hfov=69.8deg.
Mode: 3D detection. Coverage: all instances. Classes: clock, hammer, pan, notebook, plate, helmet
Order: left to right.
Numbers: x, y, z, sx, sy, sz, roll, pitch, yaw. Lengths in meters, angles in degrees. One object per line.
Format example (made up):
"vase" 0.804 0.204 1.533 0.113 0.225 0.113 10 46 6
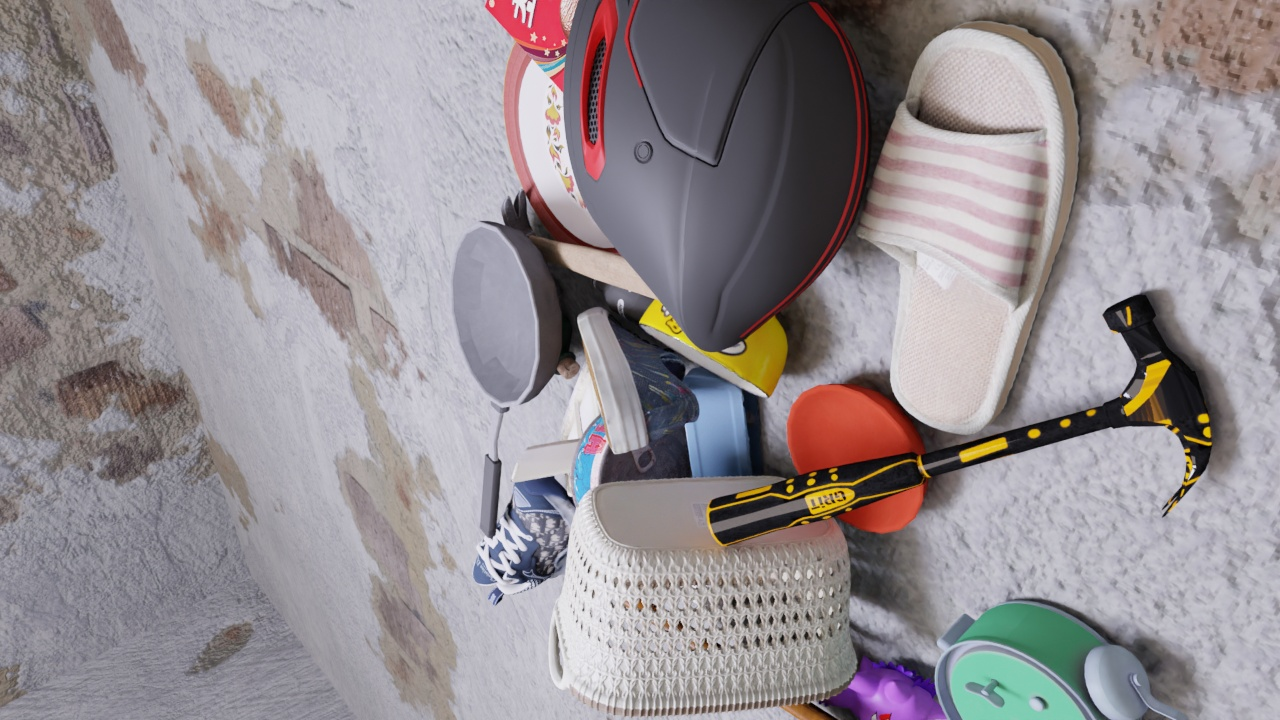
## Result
"pan" -0.139 0.032 0.922 0.178 0.041 0.358 38 130 42
"hammer" -0.053 -0.084 0.791 0.331 0.030 0.119 29 146 63
"plate" -0.044 -0.188 0.804 0.230 0.021 0.230 32 135 37
"helmet" 0.058 -0.136 0.578 0.170 0.163 0.265 10 103 31
"notebook" 0.091 0.286 0.857 0.249 0.014 0.178 25 167 31
"hammer" 0.180 0.070 0.582 0.322 0.036 0.123 -23 94 32
"clock" 0.283 0.235 0.619 0.162 0.075 0.122 2 114 51

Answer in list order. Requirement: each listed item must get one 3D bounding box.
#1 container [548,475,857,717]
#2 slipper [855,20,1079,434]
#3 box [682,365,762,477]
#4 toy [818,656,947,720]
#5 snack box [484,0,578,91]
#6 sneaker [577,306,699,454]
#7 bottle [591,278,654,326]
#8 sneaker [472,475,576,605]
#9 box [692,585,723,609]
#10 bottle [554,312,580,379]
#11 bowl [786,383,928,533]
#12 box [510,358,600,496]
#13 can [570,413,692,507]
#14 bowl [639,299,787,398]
"container" 0.051 0.183 0.743 0.184 0.246 0.143 -123 34 -68
"slipper" 0.189 -0.065 0.558 0.115 0.052 0.263 26 132 40
"box" 0.084 0.094 0.836 0.066 0.049 0.210 7 122 29
"toy" 0.207 0.279 0.767 0.106 0.055 0.088 34 155 -21
"snack box" -0.042 -0.292 0.689 0.132 0.035 0.152 50 133 18
"sneaker" -0.005 0.005 0.790 0.235 0.079 0.087 -114 11 -70
"bottle" -0.003 -0.053 0.830 0.110 0.036 0.036 32 136 37
"sneaker" -0.137 0.211 1.060 0.103 0.132 0.270 48 158 21
"box" 0.025 0.199 0.940 0.085 0.111 0.162 -11 90 51
"bottle" -0.110 -0.027 0.961 0.131 0.061 0.061 43 141 29
"bowl" 0.168 0.068 0.690 0.122 0.035 0.122 32 135 37
"box" -0.071 0.092 0.912 0.095 0.185 0.146 19 137 -4
"can" 0.001 0.105 0.850 0.044 0.129 0.130 6 118 51
"bowl" 0.065 -0.027 0.714 0.117 0.067 0.117 30 177 1
